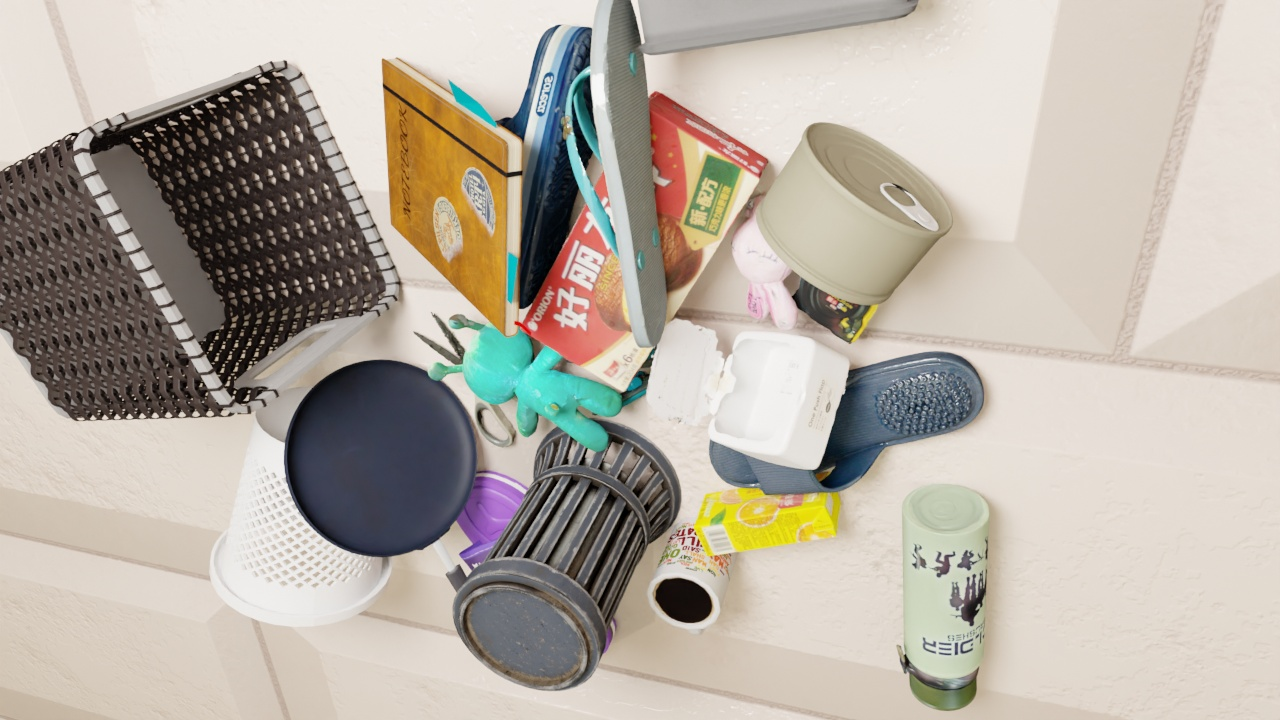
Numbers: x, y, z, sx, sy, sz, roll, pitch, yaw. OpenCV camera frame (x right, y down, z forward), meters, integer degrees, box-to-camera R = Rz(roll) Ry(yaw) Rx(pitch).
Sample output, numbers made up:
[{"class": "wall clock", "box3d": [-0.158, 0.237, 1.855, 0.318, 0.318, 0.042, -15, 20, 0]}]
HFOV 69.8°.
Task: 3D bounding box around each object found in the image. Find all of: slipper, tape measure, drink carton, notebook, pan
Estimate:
[{"class": "slipper", "box3d": [-0.022, -0.132, 0.685, 0.055, 0.098, 0.269, -1, 115, 15]}, {"class": "tape measure", "box3d": [0.168, -0.060, 0.769, 0.071, 0.042, 0.073, 35, 129, 4]}, {"class": "slipper", "box3d": [0.171, 0.066, 0.819, 0.264, 0.082, 0.101, -21, 108, 28]}, {"class": "drink carton", "box3d": [0.125, 0.150, 0.897, 0.135, 0.058, 0.043, -14, 114, 25]}, {"class": "slipper", "box3d": [-0.100, -0.157, 0.768, 0.095, 0.104, 0.253, 24, 123, 9]}, {"class": "notebook", "box3d": [-0.157, -0.146, 0.760, 0.249, 0.014, 0.179, 40, 135, 42]}, {"class": "slipper", "box3d": [-0.128, 0.250, 1.032, 0.107, 0.083, 0.266, -22, 110, 29]}, {"class": "pan", "box3d": [-0.223, 0.167, 0.942, 0.021, 0.198, 0.356, -17, 104, 53]}]

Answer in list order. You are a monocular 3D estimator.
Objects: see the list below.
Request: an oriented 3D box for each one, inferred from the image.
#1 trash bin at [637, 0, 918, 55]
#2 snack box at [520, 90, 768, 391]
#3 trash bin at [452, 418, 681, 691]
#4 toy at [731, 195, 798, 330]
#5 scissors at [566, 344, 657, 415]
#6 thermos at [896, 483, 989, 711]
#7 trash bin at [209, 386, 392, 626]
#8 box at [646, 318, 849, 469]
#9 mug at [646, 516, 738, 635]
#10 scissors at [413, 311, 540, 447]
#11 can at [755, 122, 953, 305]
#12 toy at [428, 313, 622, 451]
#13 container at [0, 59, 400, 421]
[{"class": "trash bin", "box3d": [0.080, -0.334, 0.606, 0.192, 0.097, 0.220, -1, 117, 20]}, {"class": "snack box", "box3d": [-0.001, -0.097, 0.787, 0.113, 0.060, 0.237, 32, 120, -1]}, {"class": "trash bin", "box3d": [-0.070, 0.187, 0.886, 0.164, 0.226, 0.164, 9, 122, 15]}, {"class": "toy", "box3d": [0.105, -0.081, 0.766, 0.064, 0.047, 0.110, 16, 121, 56]}, {"class": "scissors", "box3d": [-0.006, 0.010, 0.887, 0.124, 0.019, 0.157, 33, 123, -3]}, {"class": "thermos", "box3d": [0.286, 0.234, 0.877, 0.082, 0.082, 0.232, 1, 120, 19]}, {"class": "trash bin", "box3d": [-0.359, 0.147, 1.006, 0.195, 0.195, 0.200, 20, 114, 8]}, {"class": "box", "box3d": [0.079, 0.017, 0.771, 0.136, 0.108, 0.129, 26, 170, -40]}, {"class": "mug", "box3d": [0.058, 0.231, 0.950, 0.073, 0.089, 0.105, -1, 119, 20]}, {"class": "scissors", "box3d": [-0.164, 0.026, 0.955, 0.158, 0.012, 0.162, 11, 121, 12]}, {"class": "can", "box3d": [0.159, -0.110, 0.690, 0.128, 0.127, 0.073, 32, 126, -1]}, {"class": "toy", "box3d": [-0.110, 0.020, 0.886, 0.193, 0.072, 0.131, 27, 113, 11]}, {"class": "container", "box3d": [-0.425, -0.098, 0.840, 0.244, 0.246, 0.246, -8, 116, 27]}]
